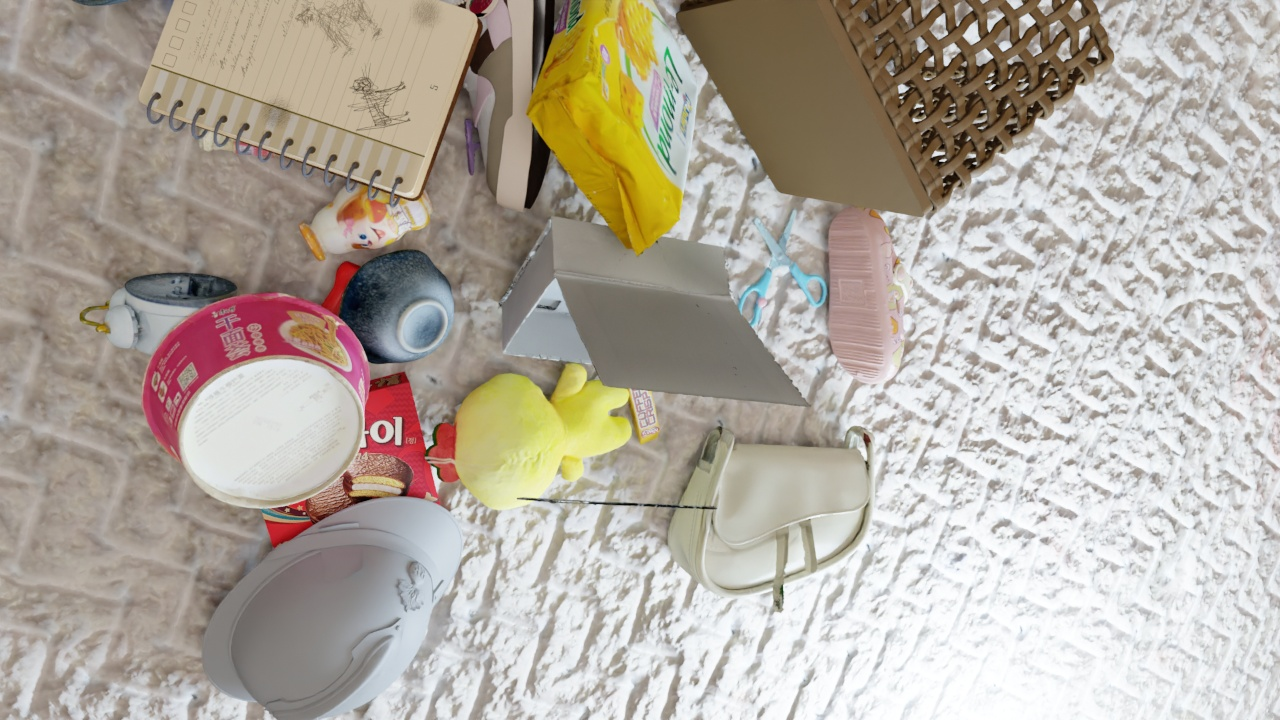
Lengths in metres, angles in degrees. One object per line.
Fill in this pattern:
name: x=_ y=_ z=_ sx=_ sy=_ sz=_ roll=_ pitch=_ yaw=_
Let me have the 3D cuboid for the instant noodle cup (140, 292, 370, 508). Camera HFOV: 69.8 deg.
instant noodle cup: x=-0.300 y=0.042 z=0.739 sx=0.178 sy=0.077 sz=0.179 roll=-15 pitch=124 yaw=-23

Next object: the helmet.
helmet: x=-0.267 y=0.254 z=0.835 sx=0.271 sy=0.117 sz=0.183 roll=-39 pitch=129 yaw=-1

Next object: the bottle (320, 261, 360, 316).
bottle: x=-0.274 y=-0.029 z=0.817 sx=0.036 sy=0.036 sz=0.119 roll=25 pitch=95 yaw=-26

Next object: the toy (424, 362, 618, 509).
toy: x=-0.099 y=0.073 z=0.890 sx=0.207 sy=0.092 sz=0.134 roll=-18 pitch=111 yaw=-37

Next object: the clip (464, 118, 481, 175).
clip: x=-0.147 y=-0.195 z=0.835 sx=0.032 sy=0.013 sz=0.051 roll=-12 pitch=106 yaw=-20

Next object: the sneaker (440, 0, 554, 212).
sneaker: x=-0.135 y=-0.275 z=0.778 sx=0.116 sy=0.111 sz=0.294 roll=3 pitch=106 yaw=0

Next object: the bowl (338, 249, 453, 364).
bowl: x=-0.205 y=-0.039 z=0.810 sx=0.110 sy=0.055 sz=0.110 roll=-26 pitch=130 yaw=-35

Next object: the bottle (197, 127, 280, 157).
bottle: x=-0.305 y=-0.187 z=0.757 sx=0.109 sy=0.044 sz=0.044 roll=3 pitch=104 yaw=-21

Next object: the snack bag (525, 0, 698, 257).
snack bag: x=-0.019 y=-0.220 z=0.766 sx=0.068 sy=0.246 sz=0.159 roll=-15 pitch=133 yaw=25

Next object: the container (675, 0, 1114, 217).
container: x=0.212 y=-0.289 z=0.817 sx=0.214 sy=0.252 sz=0.219 roll=-40 pitch=115 yaw=-7

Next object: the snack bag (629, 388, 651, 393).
snack bag: x=-0.001 y=0.041 z=0.955 sx=0.026 sy=0.020 sz=0.099 roll=-18 pitch=110 yaw=-15

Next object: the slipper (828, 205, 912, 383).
slipper: x=0.258 y=-0.073 z=0.991 sx=0.081 sy=0.093 sz=0.197 roll=-19 pitch=111 yaw=-28

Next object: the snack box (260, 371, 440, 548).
snack box: x=-0.277 y=0.096 z=0.852 sx=0.152 sy=0.036 sz=0.133 roll=-15 pitch=110 yaw=-17

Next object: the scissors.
scissors: x=0.158 y=-0.092 z=0.985 sx=0.129 sy=0.015 sz=0.135 roll=15 pitch=105 yaw=-25

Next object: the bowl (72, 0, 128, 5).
bowl: x=-0.364 y=-0.313 z=0.678 sx=0.137 sy=0.137 sz=0.057 roll=-60 pitch=156 yaw=2

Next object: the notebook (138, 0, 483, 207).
notebook: x=-0.256 y=-0.229 z=0.713 sx=0.225 sy=0.024 sz=0.167 roll=19 pitch=87 yaw=-2

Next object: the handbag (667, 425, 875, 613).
handbag: x=0.160 y=0.165 z=1.001 sx=0.228 sy=0.132 sz=0.184 roll=2 pitch=99 yaw=-24

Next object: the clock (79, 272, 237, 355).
clock: x=-0.387 y=-0.039 z=0.745 sx=0.117 sy=0.083 sz=0.057 roll=0 pitch=111 yaw=-23

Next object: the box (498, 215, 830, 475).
box: x=0.000 y=-0.012 z=0.762 sx=0.167 sy=0.330 sz=0.165 roll=6 pitch=114 yaw=-23

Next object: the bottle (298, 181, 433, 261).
bottle: x=-0.237 y=-0.125 z=0.790 sx=0.108 sy=0.063 sz=0.063 roll=-30 pitch=113 yaw=-12
